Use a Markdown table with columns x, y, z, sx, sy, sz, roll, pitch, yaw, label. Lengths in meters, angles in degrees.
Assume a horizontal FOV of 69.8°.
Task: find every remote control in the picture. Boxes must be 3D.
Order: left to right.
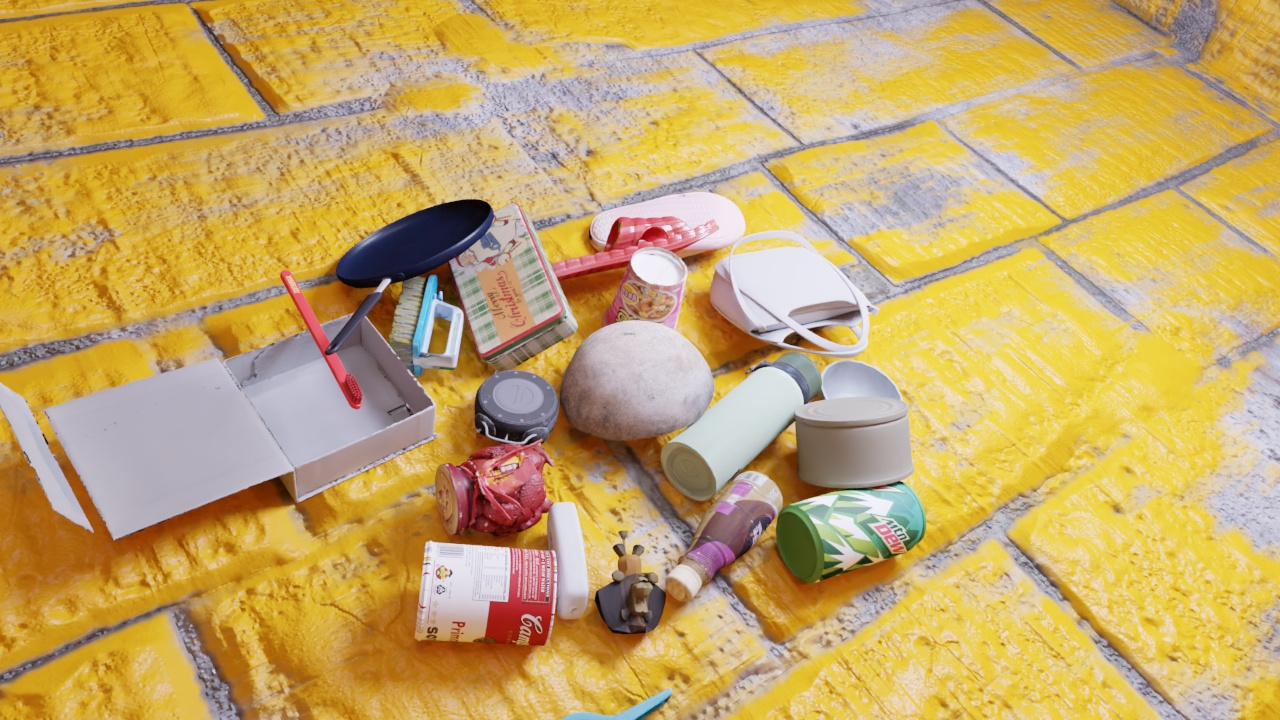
| x | y | z | sx | sy | sz | roll | pitch | yaw | label |
| --- | --- | --- | --- | --- | --- | --- | --- | --- | --- |
| -0.071 | 0.191 | 0.888 | 0.028 | 0.060 | 0.114 | -1 | 45 | -14 | remote control |

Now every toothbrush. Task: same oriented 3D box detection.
| x | y | z | sx | sy | sz | roll | pitch | yaw | label |
| --- | --- | --- | --- | --- | --- | --- | --- | --- | --- |
| -0.329 | -0.029 | 0.942 | 0.012 | 0.018 | 0.212 | -8 | 47 | -41 | toothbrush |

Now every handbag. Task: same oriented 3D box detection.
| x | y | z | sx | sy | sz | roll | pitch | yaw | label |
| --- | --- | --- | --- | --- | --- | --- | --- | --- | --- |
| 0.216 | -0.075 | 1.171 | 0.215 | 0.096 | 0.222 | -12 | 37 | -25 | handbag |

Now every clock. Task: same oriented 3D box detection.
| x | y | z | sx | sy | sz | roll | pitch | yaw | label |
| --- | --- | --- | --- | --- | --- | --- | --- | --- | --- |
| -0.137 | 0.058 | 1.002 | 0.091 | 0.044 | 0.122 | 12 | 40 | -2 | clock |

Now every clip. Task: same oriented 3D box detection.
| x | y | z | sx | sy | sz | roll | pitch | yaw | label |
| --- | --- | --- | --- | --- | --- | --- | --- | --- | --- |
| -0.024 | 0.322 | 0.806 | 0.119 | 0.027 | 0.102 | 0 | 46 | -17 | clip |

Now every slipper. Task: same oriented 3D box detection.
| x | y | z | sx | sy | sz | roll | pitch | yaw | label |
| --- | --- | --- | --- | --- | --- | --- | --- | --- | --- |
| -0.024 | -0.150 | 1.168 | 0.248 | 0.103 | 0.059 | -16 | 92 | -7 | slipper |
| 0.039 | -0.179 | 1.271 | 0.221 | 0.056 | 0.106 | -7 | 51 | -9 | slipper |

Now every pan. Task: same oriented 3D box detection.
| x | y | z | sx | sy | sz | roll | pitch | yaw | label |
| --- | --- | --- | --- | --- | --- | --- | --- | --- | --- |
| -0.277 | -0.098 | 1.033 | 0.199 | 0.021 | 0.355 | -12 | 29 | 16 | pan |

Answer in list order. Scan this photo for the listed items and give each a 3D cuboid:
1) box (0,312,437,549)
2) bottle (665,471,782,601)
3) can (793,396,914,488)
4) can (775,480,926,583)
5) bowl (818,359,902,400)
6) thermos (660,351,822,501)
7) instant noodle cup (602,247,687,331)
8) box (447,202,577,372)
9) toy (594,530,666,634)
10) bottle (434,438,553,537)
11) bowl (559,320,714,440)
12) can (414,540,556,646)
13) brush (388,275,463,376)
| x | y | z | sx | sy | sz | roll | pitch | yaw | label |
| --- | --- | --- | --- | --- | --- | --- | --- | --- | --- |
| -0.392 | 0.061 | 0.887 | 0.367 | 0.099 | 0.166 | -22 | 57 | -40 | box |
| 0.084 | 0.182 | 0.943 | 0.059 | 0.060 | 0.165 | 35 | 48 | 16 | bottle |
| 0.236 | 0.088 | 1.020 | 0.128 | 0.073 | 0.127 | -6 | 8 | 1 | can |
| 0.223 | 0.178 | 0.973 | 0.144 | 0.083 | 0.083 | -10 | 52 | -25 | can |
| 0.266 | 0.051 | 1.134 | 0.106 | 0.039 | 0.106 | 8 | 46 | -9 | bowl |
| 0.121 | 0.065 | 1.052 | 0.082 | 0.083 | 0.230 | 39 | 50 | 19 | thermos |
| 0.010 | -0.077 | 1.129 | 0.097 | 0.109 | 0.097 | 9 | 46 | -9 | instant noodle cup |
| -0.159 | -0.091 | 1.095 | 0.118 | 0.051 | 0.205 | -29 | 55 | 8 | box |
| -0.010 | 0.212 | 0.882 | 0.076 | 0.063 | 0.100 | 11 | 62 | -31 | toy |
| -0.138 | 0.125 | 0.904 | 0.111 | 0.099 | 0.099 | -7 | 50 | -29 | bottle |
| -0.006 | 0.006 | 1.029 | 0.178 | 0.081 | 0.178 | -3 | 34 | 2 | bowl |
| -0.140 | 0.211 | 0.830 | 0.116 | 0.087 | 0.086 | 7 | 47 | -12 | can |
| -0.243 | -0.048 | 1.061 | 0.075 | 0.055 | 0.135 | 5 | 47 | -6 | brush |
